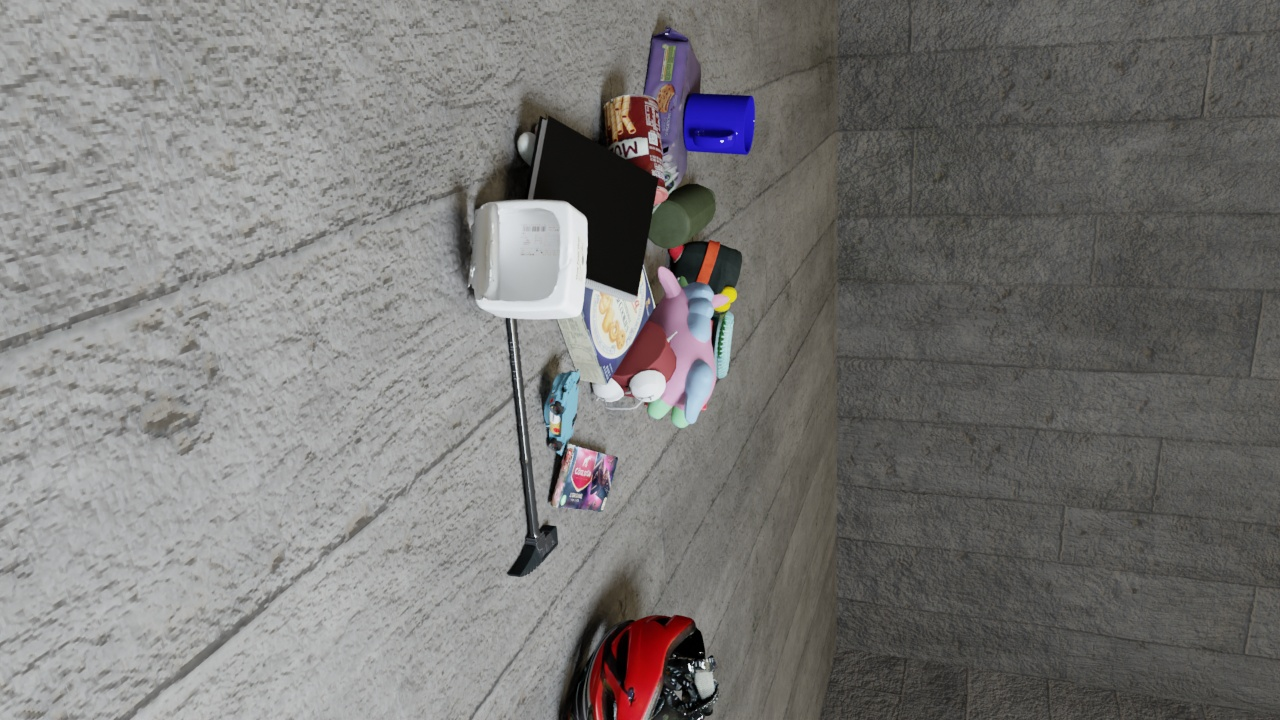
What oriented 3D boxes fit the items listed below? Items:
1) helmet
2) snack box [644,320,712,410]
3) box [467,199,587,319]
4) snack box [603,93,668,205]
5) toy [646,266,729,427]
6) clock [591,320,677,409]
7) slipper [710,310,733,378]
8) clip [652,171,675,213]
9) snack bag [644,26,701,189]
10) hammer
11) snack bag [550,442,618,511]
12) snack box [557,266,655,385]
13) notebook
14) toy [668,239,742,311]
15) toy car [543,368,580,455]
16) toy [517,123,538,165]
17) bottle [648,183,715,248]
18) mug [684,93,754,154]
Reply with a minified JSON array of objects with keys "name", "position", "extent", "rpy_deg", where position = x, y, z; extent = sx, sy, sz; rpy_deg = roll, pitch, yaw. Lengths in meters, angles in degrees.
[{"name":"helmet","position":[0.000,0.439,1.133],"extent":[0.271,0.167,0.218],"rpy_deg":[-61,148,-51]},{"name":"snack box","position":[0.055,0.004,1.335],"extent":[0.021,0.089,0.133],"rpy_deg":[15,78,-71]},{"name":"box","position":[-0.113,-0.098,0.829],"extent":[0.130,0.103,0.110],"rpy_deg":[33,60,-76]},{"name":"snack box","position":[-0.007,-0.255,1.122],"extent":[0.072,0.072,0.121],"rpy_deg":[18,65,-69]},{"name":"toy","position":[0.059,-0.015,1.236],"extent":[0.171,0.120,0.222],"rpy_deg":[-59,-152,17]},{"name":"clock","position":[-0.007,0.007,1.152],"extent":[0.048,0.096,0.137],"rpy_deg":[61,36,-44]},{"name":"slipper","position":[0.120,-0.032,1.550],"extent":[0.276,0.069,0.116],"rpy_deg":[-33,126,-84]},{"name":"clip","position":[0.019,-0.226,1.258],"extent":[0.076,0.023,0.047],"rpy_deg":[-51,152,-12]},{"name":"snack bag","position":[0.044,-0.354,1.296],"extent":[0.096,0.058,0.205],"rpy_deg":[37,58,-67]},{"name":"hammer","position":[-0.126,0.068,0.957],"extent":[0.094,0.015,0.325],"rpy_deg":[-41,130,-63]},{"name":"snack bag","position":[-0.067,0.144,1.112],"extent":[0.155,0.018,0.074],"rpy_deg":[30,75,-69]},{"name":"snack box","position":[-0.043,-0.072,1.094],"extent":[0.144,0.043,0.144],"rpy_deg":[-59,147,-35]},{"name":"notebook","position":[-0.052,-0.155,0.987],"extent":[0.206,0.016,0.149],"rpy_deg":[14,86,-56]},{"name":"toy","position":[0.096,-0.140,1.417],"extent":[0.097,0.119,0.099],"rpy_deg":[111,-3,-79]},{"name":"toy car","position":[-0.091,0.057,1.029],"extent":[0.060,0.027,0.108],"rpy_deg":[-64,167,-46]},{"name":"toy","position":[-0.094,-0.185,0.968],"extent":[0.075,0.037,0.125],"rpy_deg":[-48,132,-52]},{"name":"bottle","position":[0.070,-0.223,1.367],"extent":[0.206,0.071,0.071],"rpy_deg":[-46,135,-61]},{"name":"mug","position":[0.106,-0.321,1.267],"extent":[0.111,0.083,0.079],"rpy_deg":[-63,155,-50]}]
